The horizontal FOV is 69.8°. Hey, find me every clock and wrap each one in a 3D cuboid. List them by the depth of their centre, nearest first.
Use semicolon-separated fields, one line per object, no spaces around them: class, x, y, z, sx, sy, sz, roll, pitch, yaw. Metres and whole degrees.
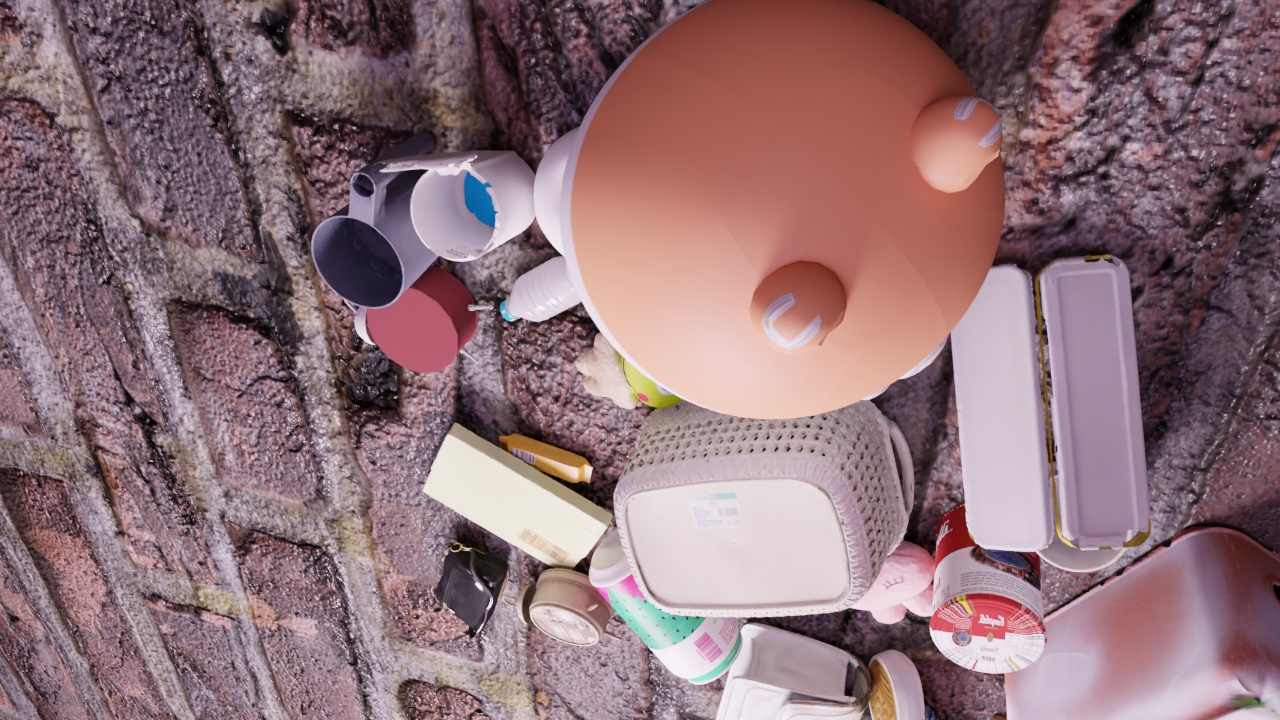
clock;-0.211;-0.044;0.848;0.137;0.048;0.096;25;128;3
clock;-0.093;0.274;1.007;0.141;0.054;0.093;-1;135;26

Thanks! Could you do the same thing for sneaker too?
sneaker;0.290;0.391;0.940;0.079;0.087;0.236;-17;115;-7

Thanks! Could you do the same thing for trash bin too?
trash bin;0.450;0.291;0.758;0.181;0.157;0.261;35;127;-5

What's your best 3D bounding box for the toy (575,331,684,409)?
toy;-0.005;0.005;0.807;0.118;0.043;0.092;-8;120;27

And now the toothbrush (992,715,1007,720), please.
toothbrush;0.435;0.399;0.925;0.167;0.016;0.016;22;129;5

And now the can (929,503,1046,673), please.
can;0.292;0.188;0.773;0.087;0.116;0.087;10;125;14

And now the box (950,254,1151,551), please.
box;0.291;0.032;0.660;0.128;0.045;0.209;-5;89;25

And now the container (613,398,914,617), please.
container;0.097;0.124;0.787;0.252;0.143;0.185;-9;105;25

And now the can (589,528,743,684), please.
can;0.027;0.244;0.928;0.088;0.088;0.166;-28;110;33

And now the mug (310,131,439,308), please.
mug;-0.206;-0.120;0.761;0.084;0.103;0.124;21;127;6

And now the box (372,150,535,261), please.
box;-0.138;-0.123;0.699;0.084;0.165;0.095;6;113;10

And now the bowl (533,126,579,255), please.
bowl;-0.035;-0.126;0.698;0.115;0.050;0.115;3;98;19

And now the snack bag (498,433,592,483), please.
snack bag;-0.095;0.097;0.917;0.099;0.020;0.026;18;133;9

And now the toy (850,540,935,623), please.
toy;0.230;0.210;0.856;0.109;0.053;0.105;-28;124;32

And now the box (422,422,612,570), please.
box;-0.134;0.151;0.954;0.187;0.029;0.139;32;135;-4

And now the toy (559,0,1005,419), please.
toy;0.090;-0.088;0.559;0.265;0.281;0.263;43;90;-16

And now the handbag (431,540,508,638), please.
handbag;-0.197;0.256;1.044;0.079;0.054;0.129;27;130;6

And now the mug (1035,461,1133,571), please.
mug;0.324;0.103;0.714;0.074;0.090;0.110;-40;76;17

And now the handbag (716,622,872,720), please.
handbag;0.152;0.387;0.974;0.142;0.096;0.199;15;125;11

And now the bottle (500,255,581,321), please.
bottle;-0.065;-0.067;0.781;0.136;0.044;0.044;-24;112;32
